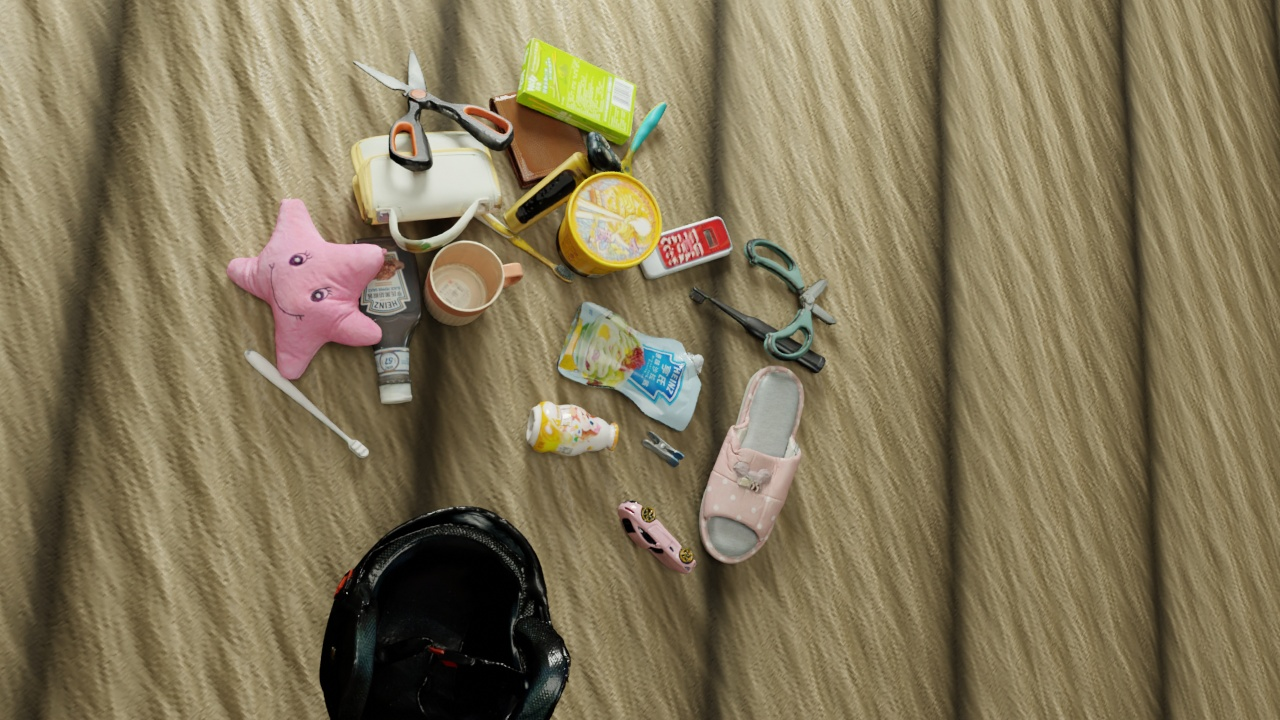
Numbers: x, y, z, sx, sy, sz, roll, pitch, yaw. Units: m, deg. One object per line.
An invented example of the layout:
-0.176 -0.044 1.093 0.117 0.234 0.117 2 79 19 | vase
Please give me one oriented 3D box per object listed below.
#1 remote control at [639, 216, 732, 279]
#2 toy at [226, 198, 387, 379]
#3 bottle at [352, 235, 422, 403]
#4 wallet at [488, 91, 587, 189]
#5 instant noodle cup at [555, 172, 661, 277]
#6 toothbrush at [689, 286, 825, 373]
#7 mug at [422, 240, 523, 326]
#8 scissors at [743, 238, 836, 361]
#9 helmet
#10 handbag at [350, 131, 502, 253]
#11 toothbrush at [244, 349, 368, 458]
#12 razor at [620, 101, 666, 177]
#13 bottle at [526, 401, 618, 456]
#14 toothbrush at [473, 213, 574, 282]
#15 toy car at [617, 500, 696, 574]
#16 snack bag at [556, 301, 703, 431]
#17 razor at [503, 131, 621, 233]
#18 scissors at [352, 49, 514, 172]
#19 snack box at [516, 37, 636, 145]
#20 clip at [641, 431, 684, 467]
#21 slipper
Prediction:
0.059 -0.152 1.232 0.135 0.020 0.056 -19 89 -21 | remote control
-0.367 -0.093 1.035 0.178 0.074 0.194 -27 87 4 | toy
-0.296 -0.047 1.080 0.079 0.044 0.195 -5 85 -12 | bottle
-0.129 -0.293 1.184 0.101 0.032 0.124 -22 90 -24 | wallet
-0.047 -0.160 1.146 0.118 0.115 0.118 3 80 -19 | instant noodle cup
0.159 -0.043 1.249 0.212 0.026 0.027 29 105 -12 | toothbrush
-0.198 -0.092 1.087 0.114 0.106 0.081 -16 87 -21 | mug
0.192 -0.087 1.255 0.170 0.019 0.170 46 56 -4 | scissors
-0.214 0.295 0.960 0.233 0.231 0.274 20 66 -25 | helmet
-0.243 -0.196 1.065 0.163 0.063 0.178 -9 49 -20 | handbag
-0.382 0.050 1.050 0.180 0.016 0.016 43 69 -8 | toothbrush
0.001 -0.292 1.229 0.043 0.028 0.132 36 74 -35 | razor
-0.083 0.086 1.124 0.108 0.063 0.063 10 79 -18 | bottle
-0.161 -0.157 1.157 0.191 0.018 0.016 36 70 -11 | toothbrush
0.018 0.223 1.142 0.122 0.056 0.037 47 66 -7 | toy car
-0.007 0.007 1.178 0.191 0.039 0.110 25 63 -15 | snack bag
-0.100 -0.218 1.148 0.167 0.067 0.062 -38 106 -5 | razor
-0.251 -0.297 1.093 0.228 0.022 0.220 11 49 -5 | scissors
-0.081 -0.347 1.190 0.156 0.026 0.085 16 67 -27 | snack box
0.028 0.115 1.179 0.058 0.026 0.036 39 64 -4 | clip
0.154 0.134 1.204 0.114 0.054 0.274 26 74 -14 | slipper
